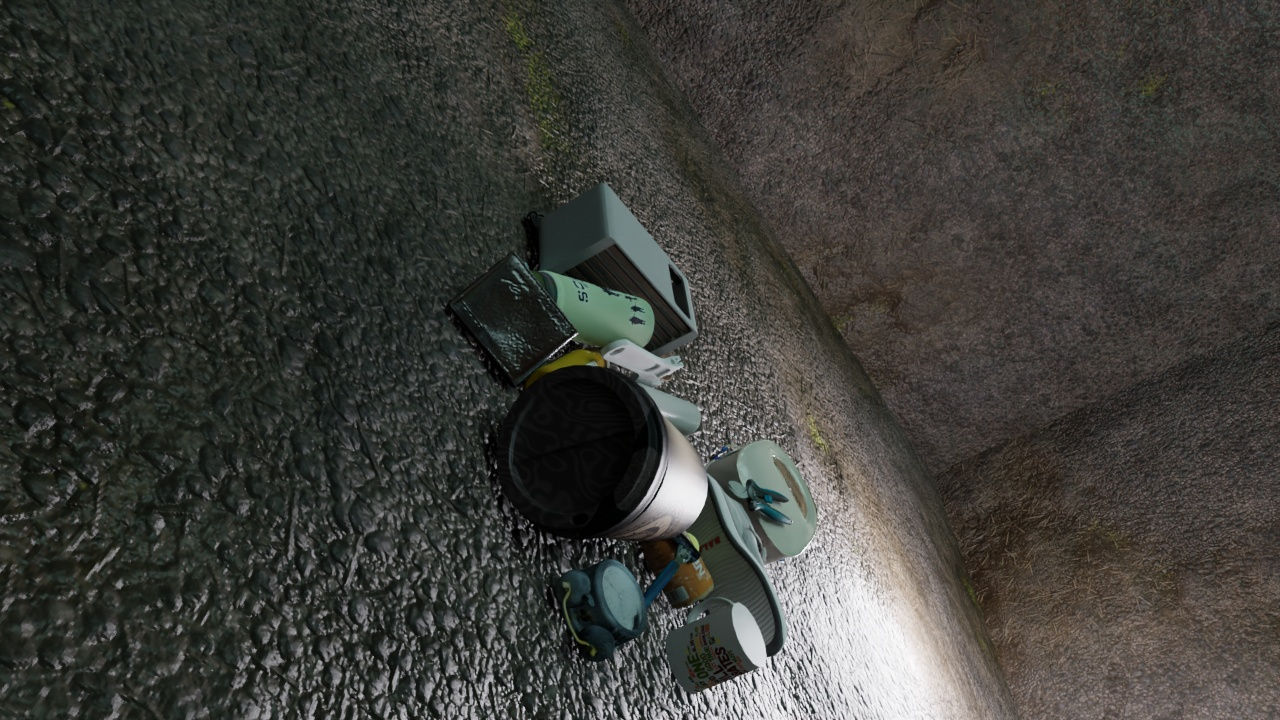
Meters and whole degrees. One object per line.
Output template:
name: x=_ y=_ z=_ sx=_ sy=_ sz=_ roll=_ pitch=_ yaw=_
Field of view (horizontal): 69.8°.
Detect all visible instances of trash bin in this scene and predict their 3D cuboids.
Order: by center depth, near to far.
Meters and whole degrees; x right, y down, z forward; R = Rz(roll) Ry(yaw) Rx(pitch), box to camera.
trash bin: x=-0.030 y=-0.113 z=1.283 sx=0.229 sy=0.115 sz=0.114 roll=45 pitch=27 yaw=-40

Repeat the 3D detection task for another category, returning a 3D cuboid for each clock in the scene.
clock: x=-0.043 y=0.246 z=0.905 sx=0.129 sy=0.052 sz=0.090 roll=-1 pitch=63 yaw=-63

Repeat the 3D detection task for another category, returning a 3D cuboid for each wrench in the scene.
wrench: x=-0.007 y=0.007 z=1.227 sx=0.018 sy=0.087 sz=0.273 roll=66 pitch=12 yaw=14

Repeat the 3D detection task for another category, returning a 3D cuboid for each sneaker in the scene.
sneaker: x=0.132 y=0.273 z=1.223 sx=0.128 sy=0.097 sz=0.262 roll=27 pitch=31 yaw=-49

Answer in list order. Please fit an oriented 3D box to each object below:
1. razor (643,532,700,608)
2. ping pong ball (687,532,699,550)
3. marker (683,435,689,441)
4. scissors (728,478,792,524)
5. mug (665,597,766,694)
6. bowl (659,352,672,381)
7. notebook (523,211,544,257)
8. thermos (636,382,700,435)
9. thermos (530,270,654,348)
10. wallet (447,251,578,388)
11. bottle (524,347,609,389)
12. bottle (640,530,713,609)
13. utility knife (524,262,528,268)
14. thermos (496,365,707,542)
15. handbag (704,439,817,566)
razor: x=0.023 y=0.246 z=1.025 sx=0.042 sy=0.022 sz=0.143 roll=48 pitch=46 yaw=-2
ping pong ball: x=0.054 y=0.239 z=1.167 sx=0.040 sy=0.040 sz=0.040 roll=49 pitch=23 yaw=-29
marker: x=0.081 y=0.173 z=1.361 sx=0.016 sy=0.016 sz=0.140 roll=36 pitch=31 yaw=-50
scissors: x=0.176 y=0.198 z=1.329 sx=0.132 sy=0.019 sz=0.147 roll=58 pitch=34 yaw=-6
mug: x=0.085 y=0.319 z=1.057 sx=0.073 sy=0.090 sz=0.105 roll=49 pitch=23 yaw=-30
bowl: x=0.014 y=-0.014 z=1.431 sx=0.114 sy=0.026 sz=0.101 roll=34 pitch=42 yaw=-56
notebook: x=-0.084 y=-0.126 z=1.364 sx=0.231 sy=0.019 sz=0.169 roll=11 pitch=54 yaw=-65
thermos: x=0.017 y=0.067 z=1.294 sx=0.224 sy=0.052 sz=0.052 roll=23 pitch=42 yaw=-60
thermos: x=-0.086 y=-0.061 z=1.134 sx=0.231 sy=0.083 sz=0.082 roll=11 pitch=52 yaw=-49
wallet: x=-0.139 y=-0.045 z=1.009 sx=0.120 sy=0.099 sz=0.031 roll=54 pitch=-22 yaw=-14
bottle: x=-0.083 y=0.017 z=1.113 sx=0.053 sy=0.053 sz=0.185 roll=60 pitch=19 yaw=-2
bottle: x=0.026 y=0.213 z=1.104 sx=0.167 sy=0.059 sz=0.059 roll=61 pitch=20 yaw=5
utility knife: x=-0.161 y=-0.107 z=1.156 sx=0.022 sy=0.015 sz=0.119 roll=56 pitch=17 yaw=-9
thermos: x=-0.024 y=0.114 z=0.971 sx=0.226 sy=0.173 sz=0.172 roll=38 pitch=29 yaw=-61
handbag: x=0.192 y=0.216 z=1.437 sx=0.199 sy=0.093 sz=0.200 roll=-16 pitch=77 yaw=-52
